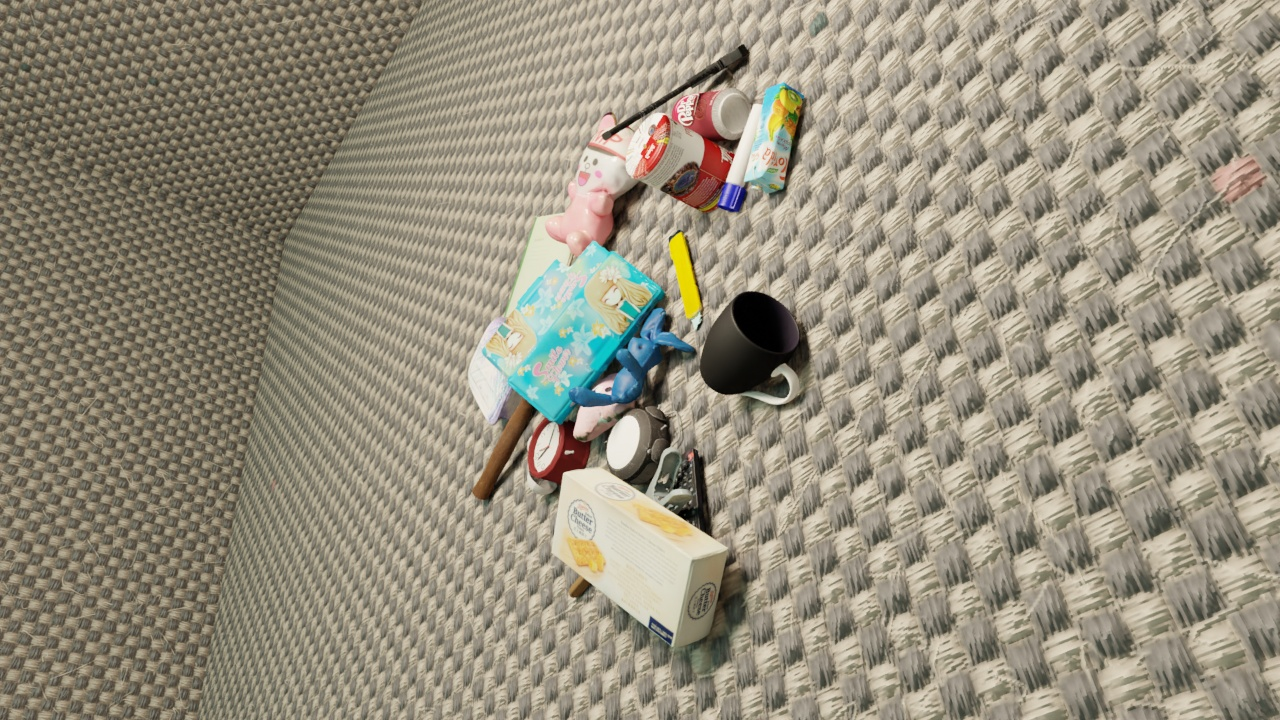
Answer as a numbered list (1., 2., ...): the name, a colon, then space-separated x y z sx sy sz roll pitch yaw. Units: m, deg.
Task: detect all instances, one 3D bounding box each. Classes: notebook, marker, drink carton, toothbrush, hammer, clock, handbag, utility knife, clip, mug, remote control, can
1. notebook: -0.173 -0.129 1.541 0.182 0.010 0.252 7 79 58
2. marker: 0.130 -0.250 1.136 0.027 0.023 0.133 19 89 37
3. drink carton: 0.157 -0.260 1.080 0.039 0.044 0.128 -3 69 56
4. toothbrush: -0.041 0.237 1.127 0.167 0.016 0.016 -52 36 25
5. hammer: -0.184 0.092 1.367 0.324 0.115 0.033 -60 9 32
6. clock: -0.004 0.102 1.120 0.123 0.043 0.091 -42 41 37
7. handbag: -0.208 0.019 1.450 0.127 0.069 0.158 -64 34 20
8. utility knife: 0.057 -0.105 1.171 0.031 0.017 0.162 -48 37 39
9. clip: 0.016 0.189 1.025 0.107 0.028 0.164 -110 37 -53
10. mug: 0.118 0.002 0.972 0.119 0.084 0.100 56 139 19
11. remote control: 0.056 0.172 1.013 0.047 0.022 0.150 -40 41 40
12. hammer: 0.033 -0.325 1.136 0.095 0.015 0.323 -22 16 40
13. can: 0.052 -0.249 1.164 0.087 0.116 0.086 -34 46 44
14. can: 0.091 -0.318 1.195 0.114 0.063 0.063 18 88 58
15. clock: -0.121 0.130 1.278 0.138 0.048 0.096 -38 44 39

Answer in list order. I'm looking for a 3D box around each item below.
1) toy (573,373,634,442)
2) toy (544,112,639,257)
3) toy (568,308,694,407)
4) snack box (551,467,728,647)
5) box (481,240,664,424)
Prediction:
1. toy: -0.045 0.055 1.204 0.099 0.052 0.095 -31 33 28
2. toy: -0.059 -0.259 1.373 0.142 0.084 0.213 42 110 54
3. toy: -0.007 0.007 1.138 0.176 0.071 0.113 -43 20 -17
4. snack box: -0.007 0.202 0.979 0.208 0.057 0.104 26 113 42
5. box: -0.101 -0.053 1.235 0.185 0.056 0.227 39 90 27
